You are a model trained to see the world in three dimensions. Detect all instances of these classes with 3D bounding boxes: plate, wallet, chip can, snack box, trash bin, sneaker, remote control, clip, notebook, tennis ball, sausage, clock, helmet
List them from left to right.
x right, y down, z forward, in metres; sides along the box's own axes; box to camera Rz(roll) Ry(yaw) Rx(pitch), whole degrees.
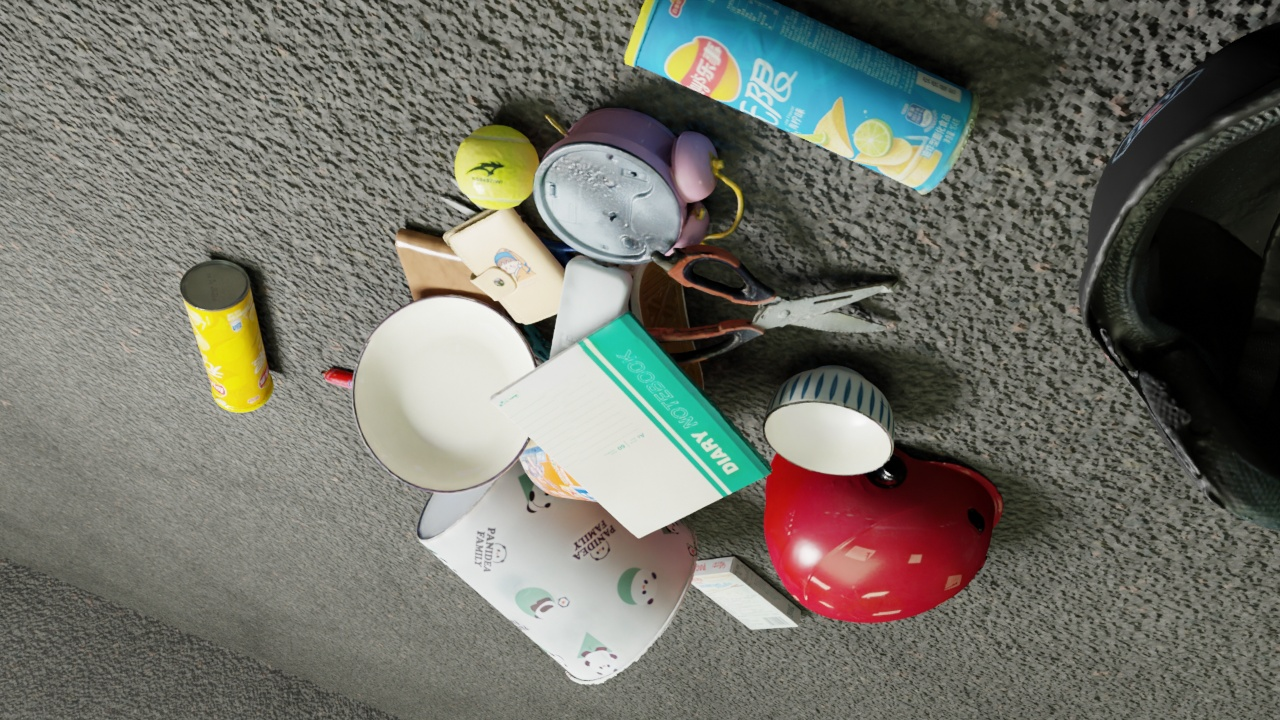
[{"bbox_3d":[-0.471,-0.023,1.055,0.072,0.071,0.214,20,143,0],"label":"chip can"},{"bbox_3d":[-0.310,0.034,1.095,0.156,0.020,0.020,15,144,8],"label":"sausage"},{"bbox_3d":[-0.186,0.032,0.899,0.192,0.192,0.039,13,-178,10],"label":"plate"},{"bbox_3d":[-0.179,-0.076,0.888,0.101,0.020,0.115,15,147,6],"label":"wallet"},{"bbox_3d":[-0.112,-0.150,0.716,0.065,0.065,0.066,13,144,10],"label":"tennis ball"},{"bbox_3d":[-0.115,-0.081,0.819,0.087,0.024,0.115,-18,128,33],"label":"wallet"},{"bbox_3d":[-0.105,-0.017,0.933,0.037,0.013,0.055,-21,128,43],"label":"clip"},{"bbox_3d":[-0.100,0.203,1.055,0.252,0.228,0.230,43,139,-19],"label":"trash bin"},{"bbox_3d":[-0.044,-0.020,0.764,0.056,0.020,0.136,19,121,10],"label":"remote control"},{"bbox_3d":[-0.005,0.064,0.790,0.151,0.012,0.209,-31,120,23],"label":"notebook"},{"bbox_3d":[-0.005,0.005,0.834,0.088,0.118,0.241,17,129,36],"label":"sneaker"},{"bbox_3d":[0.001,-0.129,0.696,0.158,0.059,0.117,17,143,8],"label":"clock"},{"bbox_3d":[0.139,0.317,1.242,0.085,0.026,0.157,-18,129,42],"label":"snack box"},{"bbox_3d":[0.099,-0.177,0.574,0.210,0.071,0.071,23,144,-4],"label":"chip can"},{"bbox_3d":[0.238,0.191,0.934,0.240,0.143,0.207,2,139,22],"label":"helmet"},{"bbox_3d":[0.354,-0.062,0.467,0.274,0.229,0.234,28,129,-12],"label":"helmet"}]

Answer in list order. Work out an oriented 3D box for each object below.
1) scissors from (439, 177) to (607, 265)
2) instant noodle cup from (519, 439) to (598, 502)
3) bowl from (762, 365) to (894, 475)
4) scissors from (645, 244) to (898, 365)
[{"bbox_3d":[-0.103,-0.100,0.825,0.170,0.012,0.144,14,143,10],"label":"scissors"},{"bbox_3d":[-0.046,0.076,0.921,0.151,0.151,0.112,41,148,-26],"label":"instant noodle cup"},{"bbox_3d":[0.174,0.047,0.836,0.116,0.066,0.117,13,145,9],"label":"bowl"},{"bbox_3d":[0.092,-0.041,0.736,0.224,0.015,0.189,32,122,-32],"label":"scissors"}]
